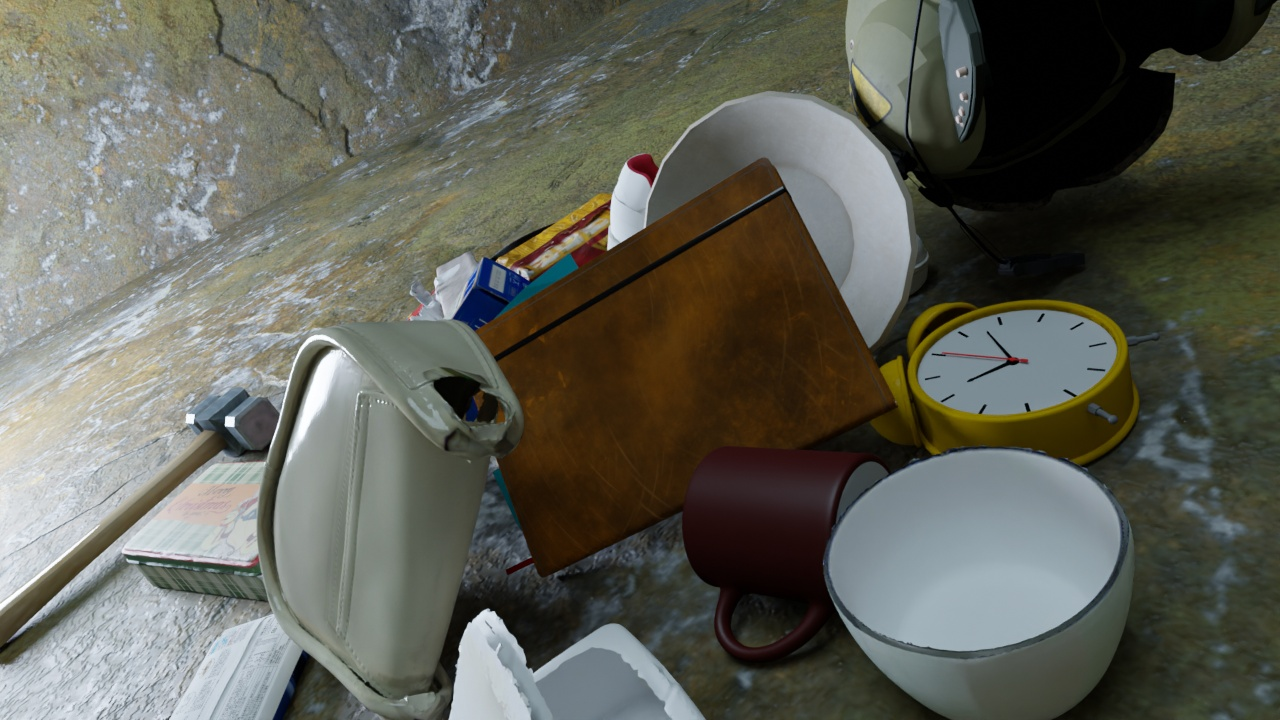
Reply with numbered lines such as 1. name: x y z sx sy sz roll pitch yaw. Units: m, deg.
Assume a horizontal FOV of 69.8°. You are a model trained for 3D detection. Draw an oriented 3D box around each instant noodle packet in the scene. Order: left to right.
1. instant noodle packet: -0.251 0.206 0.572 0.087 0.026 0.134 -20 27 12
2. instant noodle packet: -0.051 -0.096 0.755 0.135 0.040 0.098 -36 28 -13

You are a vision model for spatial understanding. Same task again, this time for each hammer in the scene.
1. hammer: -0.490 0.146 0.880 0.117 0.051 0.321 -1 38 41

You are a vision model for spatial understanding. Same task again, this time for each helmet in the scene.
1. helmet: 0.248 -0.199 0.583 0.250 0.256 0.232 -23 29 2

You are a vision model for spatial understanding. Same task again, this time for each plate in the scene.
1. plate: 0.087 -0.075 0.593 0.189 0.189 0.027 -6 7 34

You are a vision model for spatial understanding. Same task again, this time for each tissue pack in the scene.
1. tissue pack: -0.142 -0.029 0.783 0.071 0.104 0.181 -30 26 0

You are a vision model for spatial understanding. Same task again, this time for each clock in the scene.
1. clock: 0.193 0.010 0.506 0.152 0.052 0.113 8 41 43

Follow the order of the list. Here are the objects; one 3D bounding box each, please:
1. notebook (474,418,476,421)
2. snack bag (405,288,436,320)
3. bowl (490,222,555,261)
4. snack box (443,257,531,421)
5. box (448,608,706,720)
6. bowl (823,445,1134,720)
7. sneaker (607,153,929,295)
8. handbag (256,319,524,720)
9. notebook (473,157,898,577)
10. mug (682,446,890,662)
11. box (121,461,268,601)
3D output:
1. notebook: -0.136 -0.001 0.864 0.149 0.016 0.206 -16 28 21
2. snack bag: -0.225 0.014 0.833 0.144 0.039 0.130 -57 10 31
3. bowl: -0.076 -0.083 0.853 0.124 0.052 0.124 -23 -7 -3
4. snack box: -0.144 0.026 0.663 0.207 0.057 0.056 -52 19 22
5. box: -0.033 0.147 0.368 0.102 0.130 0.110 -32 24 -15
6. bowl: 0.140 0.096 0.375 0.116 0.066 0.116 -20 27 11
7. sneaker: 0.095 -0.107 0.664 0.237 0.104 0.090 8 32 5
8. handbag: -0.122 0.078 0.518 0.131 0.229 0.184 -8 35 -37
9. notebook: -0.002 0.004 0.548 0.250 0.178 0.014 -29 -18 18
10. mug: 0.071 0.095 0.448 0.083 0.073 0.105 -1 64 41
11. box: -0.320 0.133 0.744 0.206 0.050 0.117 -5 32 38
